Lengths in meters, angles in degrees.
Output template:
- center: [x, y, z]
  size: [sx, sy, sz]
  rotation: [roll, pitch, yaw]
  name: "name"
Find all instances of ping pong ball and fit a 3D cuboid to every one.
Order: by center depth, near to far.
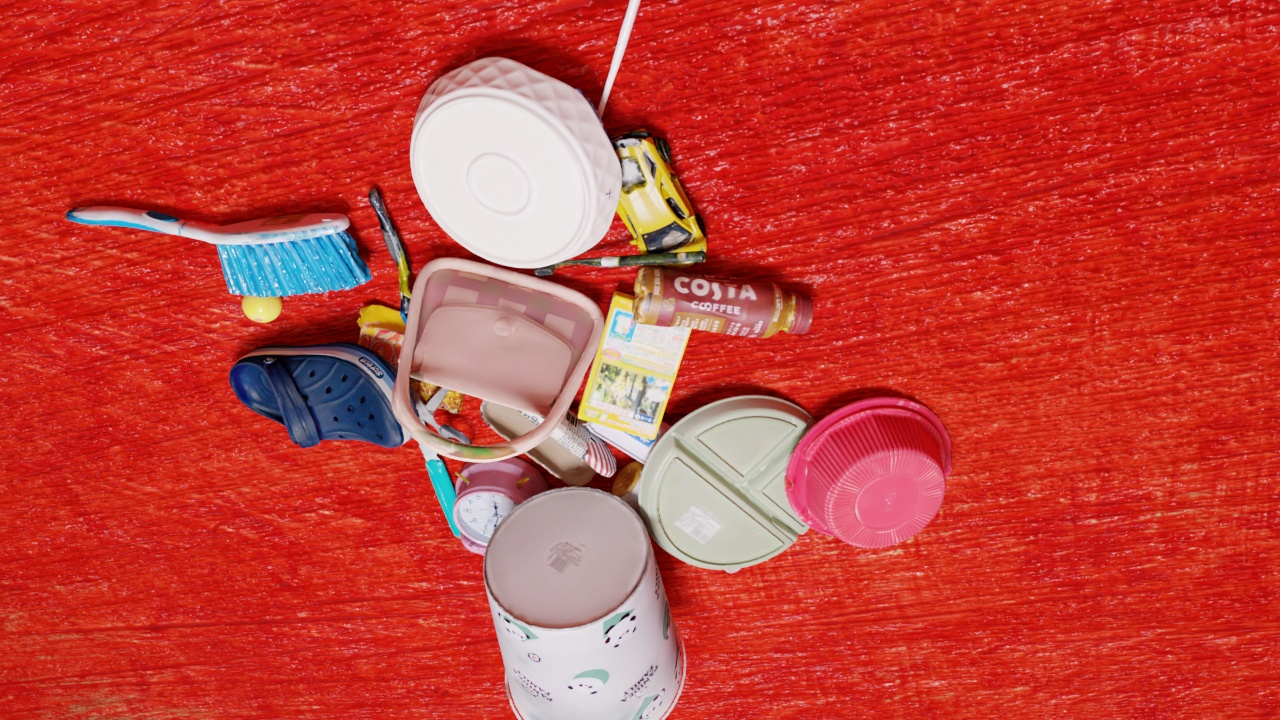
- center: [-0.405, -0.060, 0.983]
  size: [0.040, 0.040, 0.040]
  rotation: [4, 127, 4]
  name: "ping pong ball"

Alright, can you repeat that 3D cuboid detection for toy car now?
- center: [0.012, -0.147, 0.866]
  size: [0.071, 0.041, 0.156]
  rotation: [-18, 125, 21]
  name: "toy car"

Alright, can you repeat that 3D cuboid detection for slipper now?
- center: [-0.355, 0.040, 0.985]
  size: [0.253, 0.095, 0.105]
  rotation: [9, 128, 27]
  name: "slipper"

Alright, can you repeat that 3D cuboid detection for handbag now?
- center: [-0.147, 0.011, 0.883]
  size: [0.193, 0.233, 0.094]
  rotation: [16, 131, -4]
  name: "handbag"

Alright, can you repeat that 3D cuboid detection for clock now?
- center: [-0.172, 0.191, 1.132]
  size: [0.117, 0.059, 0.159]
  rotation: [1, 129, 7]
  name: "clock"

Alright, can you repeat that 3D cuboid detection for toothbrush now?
- center: [-0.023, -0.266, 0.796]
  size: [0.016, 0.016, 0.181]
  rotation: [22, 127, -2]
  name: "toothbrush"
- center: [-0.024, -0.095, 0.894]
  size: [0.186, 0.017, 0.012]
  rotation: [0, 134, 27]
  name: "toothbrush"

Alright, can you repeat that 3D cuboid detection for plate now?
- center: [-0.121, -0.169, 0.837]
  size: [0.205, 0.045, 0.205]
  rotation: [12, 132, 13]
  name: "plate"
- center: [0.111, 0.144, 1.033]
  size: [0.230, 0.027, 0.230]
  rotation: [-5, 116, -11]
  name: "plate"

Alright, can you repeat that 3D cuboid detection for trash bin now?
- center: [-0.068, 0.294, 1.070]
  size: [0.230, 0.229, 0.252]
  rotation: [0, 134, 7]
  name: "trash bin"

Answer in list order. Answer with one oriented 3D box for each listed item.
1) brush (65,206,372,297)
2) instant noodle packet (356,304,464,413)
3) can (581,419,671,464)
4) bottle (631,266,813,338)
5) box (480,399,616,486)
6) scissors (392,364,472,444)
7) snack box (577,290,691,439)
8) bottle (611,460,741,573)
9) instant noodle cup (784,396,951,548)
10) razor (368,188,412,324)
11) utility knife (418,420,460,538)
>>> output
- center: [-0.433, -0.118, 0.941]
  size: [0.315, 0.060, 0.109]
  rotation: [-3, 121, 13]
  name: "brush"
- center: [-0.252, 0.001, 1.009]
  size: [0.128, 0.044, 0.111]
  rotation: [16, 125, -5]
  name: "instant noodle packet"
- center: [0.002, 0.085, 1.033]
  size: [0.134, 0.053, 0.053]
  rotation: [33, 124, -17]
  name: "can"
- center: [0.082, -0.055, 0.907]
  size: [0.175, 0.057, 0.058]
  rotation: [6, 128, -8]
  name: "bottle"
- center: [-0.098, 0.082, 1.024]
  size: [0.162, 0.087, 0.076]
  rotation: [42, 81, -18]
  name: "box"
- center: [-0.244, 0.061, 1.033]
  size: [0.160, 0.014, 0.181]
  rotation: [-12, 137, 25]
  name: "scissors"
- center: [-0.006, 0.006, 0.959]
  size: [0.087, 0.033, 0.140]
  rotation: [16, 104, -5]
  name: "snack box"
- center: [0.051, 0.192, 1.098]
  size: [0.189, 0.067, 0.068]
  rotation: [39, 122, -21]
  name: "bottle"
- center: [0.260, 0.136, 1.003]
  size: [0.193, 0.065, 0.194]
  rotation: [-4, 119, -8]
  name: "instant noodle cup"
- center: [-0.250, -0.109, 0.936]
  size: [0.022, 0.042, 0.143]
  rotation: [-13, 121, -7]
  name: "razor"
- center: [-0.245, 0.150, 1.139]
  size: [0.029, 0.013, 0.222]
  rotation: [-5, 128, 8]
  name: "utility knife"
